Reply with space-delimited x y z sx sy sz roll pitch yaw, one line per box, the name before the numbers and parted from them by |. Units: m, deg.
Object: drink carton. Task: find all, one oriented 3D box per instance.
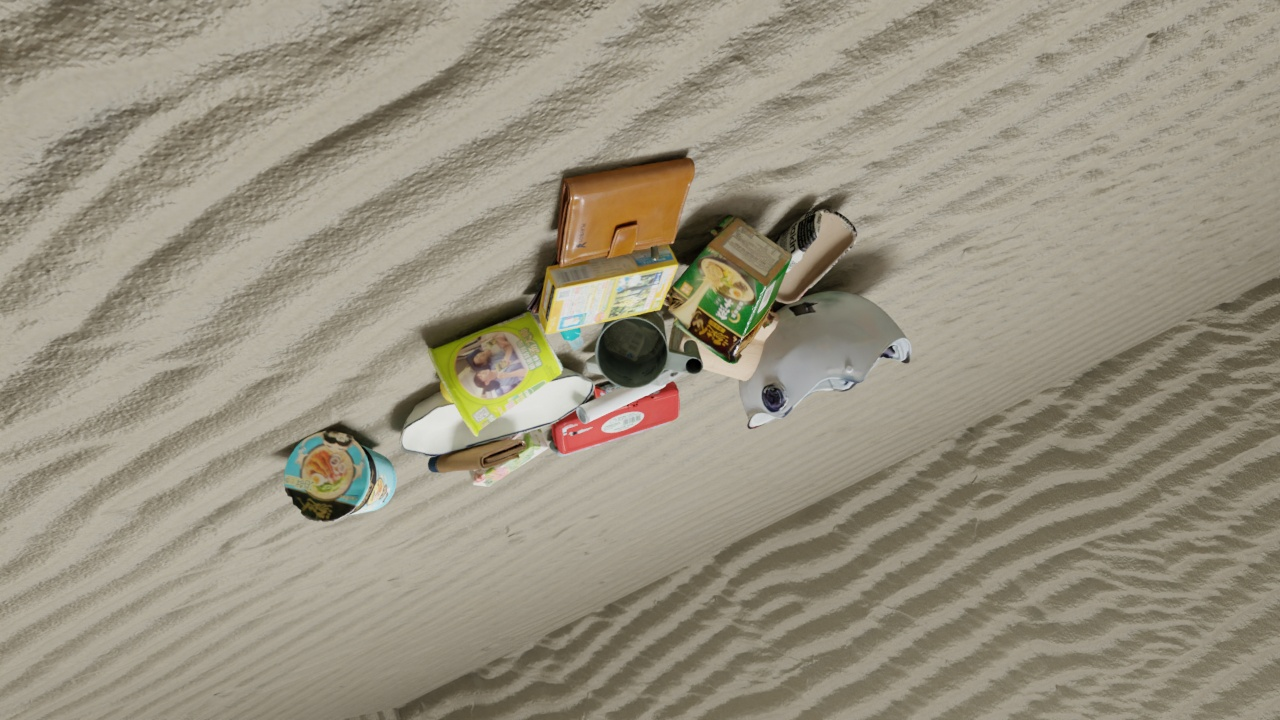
drink carton | -0.199 0.134 1.345 0.123 0.053 0.045 -33 156 22

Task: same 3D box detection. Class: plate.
plate | -0.190 0.061 1.208 0.265 0.034 0.162 -14 158 -23

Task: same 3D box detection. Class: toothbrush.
toothbrush | 0.007 0.036 1.316 0.220 0.026 0.027 -24 176 -28

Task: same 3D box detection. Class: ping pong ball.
ping pong ball | -0.219 0.031 1.098 0.040 0.040 0.040 -20 159 -8

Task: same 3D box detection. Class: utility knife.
utility knife | -0.091 -0.051 1.070 0.029 0.013 0.185 -25 155 -3

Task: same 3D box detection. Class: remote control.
remote control | -0.007 0.007 1.166 0.135 0.019 0.056 10 -151 42

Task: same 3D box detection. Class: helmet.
helmet | 0.240 -0.012 1.313 0.228 0.146 0.259 -15 168 -47

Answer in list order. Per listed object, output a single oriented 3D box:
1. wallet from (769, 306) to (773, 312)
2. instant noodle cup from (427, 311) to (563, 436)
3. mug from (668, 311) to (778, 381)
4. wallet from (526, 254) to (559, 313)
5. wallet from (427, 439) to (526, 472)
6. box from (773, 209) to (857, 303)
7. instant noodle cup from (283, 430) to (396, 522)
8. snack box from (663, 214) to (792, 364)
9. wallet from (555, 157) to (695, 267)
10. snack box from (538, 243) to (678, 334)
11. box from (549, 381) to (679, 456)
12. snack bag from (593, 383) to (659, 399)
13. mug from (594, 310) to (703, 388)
wallet | 0.117 -0.053 1.273 0.101 0.020 0.115 -36 153 29
instant noodle cup | -0.157 0.008 1.028 0.123 0.111 0.112 -28 160 -7
mug | 0.102 -0.035 1.162 0.103 0.084 0.125 14 149 -11
wallet | -0.059 -0.092 0.984 0.096 0.020 0.123 -4 147 -35
wallet | -0.226 0.132 1.273 0.115 0.033 0.090 -10 -175 41
box | 0.194 -0.116 1.120 0.086 0.075 0.163 19 141 -16
instant noodle cup | -0.366 0.148 1.155 0.111 0.111 0.120 -25 167 5
snack box | 0.104 -0.086 1.027 0.118 0.117 0.106 -47 171 -44
wallet | -0.018 -0.141 0.897 0.130 0.035 0.119 -15 144 -22
snack box | -0.036 -0.076 0.977 0.140 0.033 0.087 -12 153 -19
box | -0.041 0.096 1.414 0.201 0.069 0.158 -17 162 -13
snack bag | -0.024 0.043 1.338 0.105 0.026 0.045 -18 114 -14
mug | 0.011 -0.016 1.080 0.124 0.084 0.103 12 -166 -2
